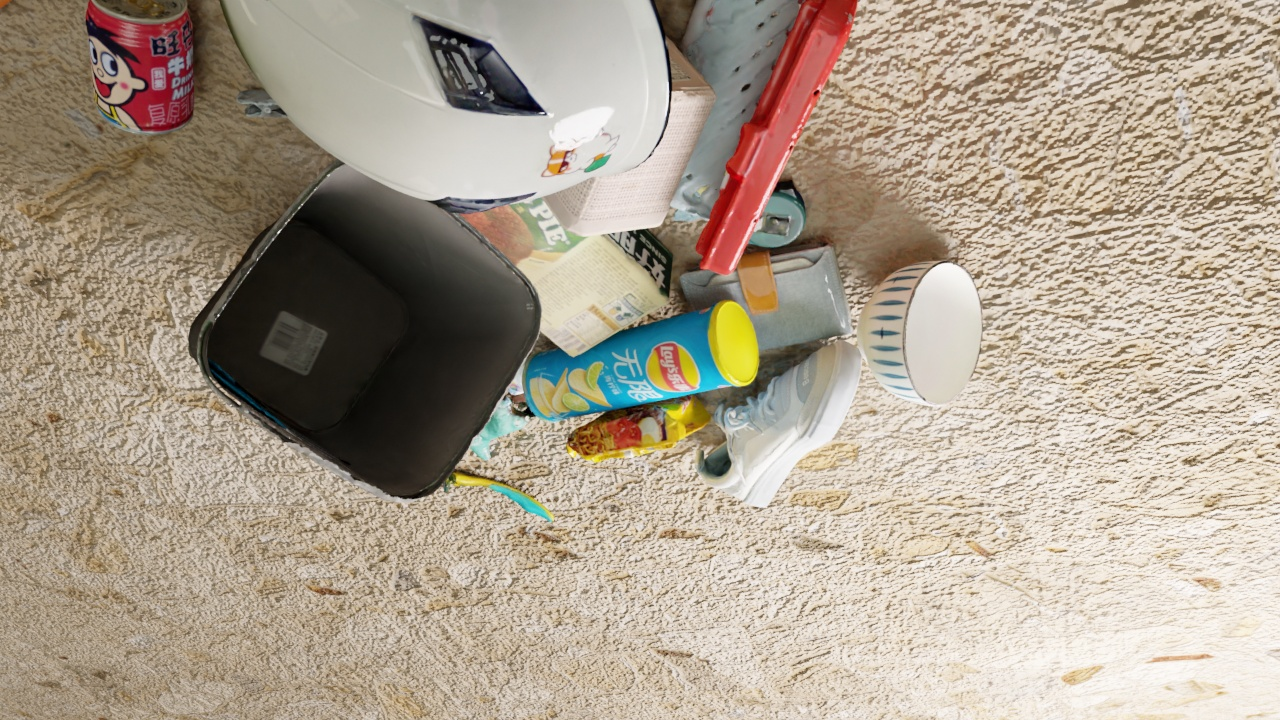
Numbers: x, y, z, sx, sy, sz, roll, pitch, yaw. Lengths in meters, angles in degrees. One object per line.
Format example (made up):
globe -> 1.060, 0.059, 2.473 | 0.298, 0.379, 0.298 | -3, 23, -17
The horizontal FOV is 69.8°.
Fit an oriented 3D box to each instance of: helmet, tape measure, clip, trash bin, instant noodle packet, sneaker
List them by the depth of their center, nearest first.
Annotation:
helmet -> -0.130, -0.185, 0.502 | 0.274, 0.156, 0.231 | 47, 155, 11
clip -> -0.279, -0.197, 0.701 | 0.058, 0.025, 0.037 | 3, 143, 10
trash bin -> -0.232, -0.022, 0.710 | 0.199, 0.198, 0.220 | 41, 159, -29
tape measure -> 0.103, -0.115, 0.725 | 0.054, 0.025, 0.058 | 6, 136, 4
sneaker -> 0.119, 0.053, 0.855 | 0.090, 0.089, 0.243 | 20, 141, -6
instant noodle packet -> 0.002, 0.060, 0.859 | 0.111, 0.128, 0.044 | -9, 94, 18

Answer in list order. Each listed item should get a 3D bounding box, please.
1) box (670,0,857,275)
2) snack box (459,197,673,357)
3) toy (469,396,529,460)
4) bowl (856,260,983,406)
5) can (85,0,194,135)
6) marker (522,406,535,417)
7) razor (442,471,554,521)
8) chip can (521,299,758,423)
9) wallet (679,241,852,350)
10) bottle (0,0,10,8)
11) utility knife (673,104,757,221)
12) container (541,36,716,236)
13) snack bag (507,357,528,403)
box -> 0.059, -0.166, 0.622 | 0.100, 0.094, 0.202 | 24, 130, 1
snack box -> -0.092, -0.111, 0.731 | 0.115, 0.063, 0.240 | -30, 124, 32
toy -> -0.156, 0.056, 0.929 | 0.092, 0.030, 0.096 | -20, 116, 33
bowl -> 0.221, -0.023, 0.750 | 0.066, 0.116, 0.116 | 6, 146, 49
can -> -0.358, -0.219, 0.659 | 0.066, 0.066, 0.094 | 18, 134, -9
marker -> -0.064, 0.040, 0.910 | 0.124, 0.018, 0.015 | -15, 126, 23
razor -> -0.157, 0.152, 1.028 | 0.132, 0.028, 0.043 | 20, 157, -7
chip can -> -0.005, 0.005, 0.804 | 0.211, 0.071, 0.071 | -13, 132, 34
wallet -> 0.108, -0.049, 0.783 | 0.130, 0.036, 0.107 | -10, 133, 17
bottle -> -0.444, -0.274, 0.624 | 0.150, 0.066, 0.067 | -17, 130, 14
utility knife -> 0.079, -0.163, 0.684 | 0.031, 0.019, 0.183 | 30, 125, -13
container -> -0.016, -0.158, 0.622 | 0.090, 0.090, 0.111 | -14, 148, -37
snack bag -> -0.122, 0.006, 0.878 | 0.045, 0.026, 0.105 | -5, 137, 19
